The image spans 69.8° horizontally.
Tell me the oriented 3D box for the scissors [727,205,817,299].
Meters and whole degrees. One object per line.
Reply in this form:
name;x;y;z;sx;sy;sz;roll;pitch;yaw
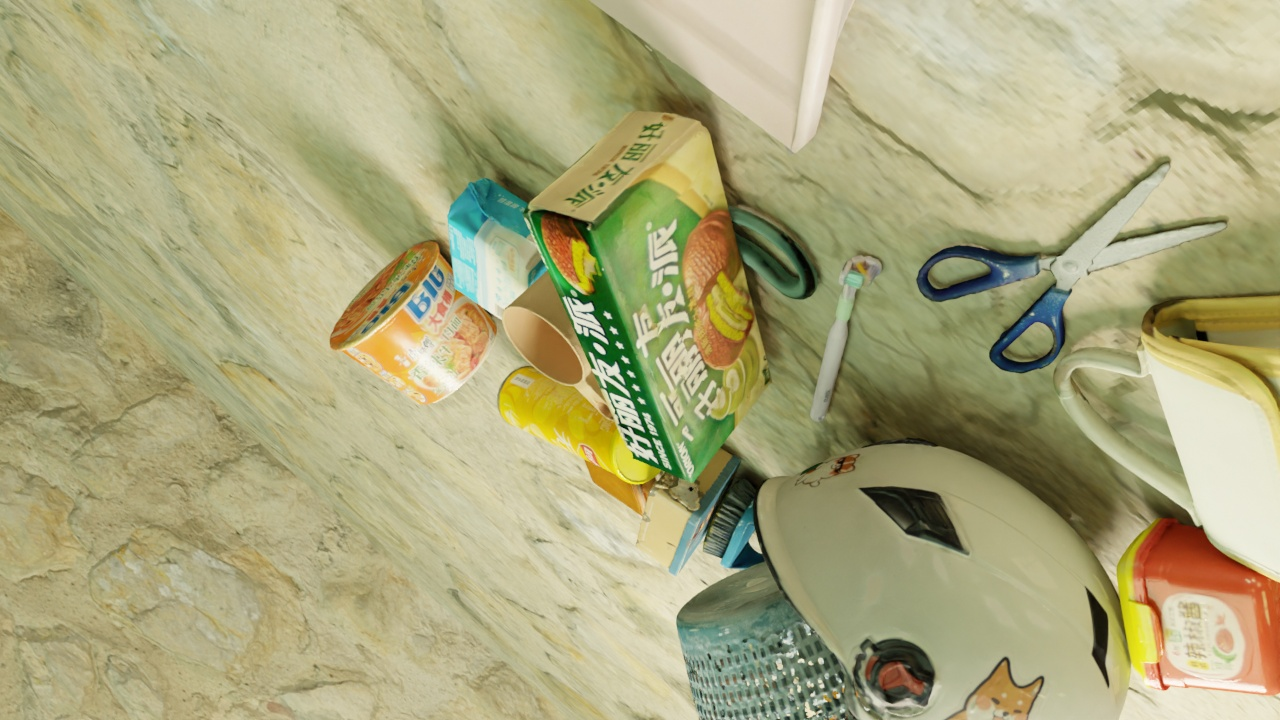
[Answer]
scissors;0.049;-0.067;0.682;0.170;0.019;0.180;30;151;18

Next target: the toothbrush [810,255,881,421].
toothbrush;0.140;-0.007;0.652;0.189;0.029;0.021;88;168;-56

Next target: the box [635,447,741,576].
box;0.045;0.150;0.924;0.059;0.089;0.185;32;153;15

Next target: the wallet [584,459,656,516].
wallet;-0.023;0.118;1.018;0.119;0.035;0.131;26;149;30

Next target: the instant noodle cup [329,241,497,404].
instant noodle cup;-0.230;-0.033;0.957;0.152;0.151;0.111;0;140;52

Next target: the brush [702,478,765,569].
brush;0.106;0.171;0.909;0.073;0.055;0.144;34;151;16

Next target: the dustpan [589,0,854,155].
dustpan;-0.003;-0.202;0.424;0.222;0.138;0.274;37;151;8

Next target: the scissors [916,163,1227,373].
scissors;0.228;-0.042;0.499;0.166;0.012;0.157;11;138;43

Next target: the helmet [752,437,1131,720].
helmet;0.219;0.155;0.613;0.157;0.229;0.274;-38;94;22

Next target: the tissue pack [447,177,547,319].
tissue pack;-0.117;-0.090;0.808;0.090;0.063;0.140;33;152;12

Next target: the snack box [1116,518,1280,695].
snack box;0.340;0.147;0.546;0.080;0.081;0.091;-4;105;47

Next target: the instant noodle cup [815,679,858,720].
instant noodle cup;0.249;0.359;0.941;0.138;0.109;0.138;30;150;19

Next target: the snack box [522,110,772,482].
snack box;0.016;-0.036;0.625;0.063;0.114;0.240;19;145;36

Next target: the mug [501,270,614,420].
mug;-0.033;-0.030;0.745;0.124;0.103;0.084;45;152;-7

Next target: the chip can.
chip can;-0.062;0.060;0.921;0.214;0.072;0.072;17;144;48

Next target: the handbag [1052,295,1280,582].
handbag;0.308;0.045;0.477;0.179;0.063;0.163;5;134;54

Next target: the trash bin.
trash bin;0.131;0.265;0.729;0.227;0.226;0.195;-26;84;61
